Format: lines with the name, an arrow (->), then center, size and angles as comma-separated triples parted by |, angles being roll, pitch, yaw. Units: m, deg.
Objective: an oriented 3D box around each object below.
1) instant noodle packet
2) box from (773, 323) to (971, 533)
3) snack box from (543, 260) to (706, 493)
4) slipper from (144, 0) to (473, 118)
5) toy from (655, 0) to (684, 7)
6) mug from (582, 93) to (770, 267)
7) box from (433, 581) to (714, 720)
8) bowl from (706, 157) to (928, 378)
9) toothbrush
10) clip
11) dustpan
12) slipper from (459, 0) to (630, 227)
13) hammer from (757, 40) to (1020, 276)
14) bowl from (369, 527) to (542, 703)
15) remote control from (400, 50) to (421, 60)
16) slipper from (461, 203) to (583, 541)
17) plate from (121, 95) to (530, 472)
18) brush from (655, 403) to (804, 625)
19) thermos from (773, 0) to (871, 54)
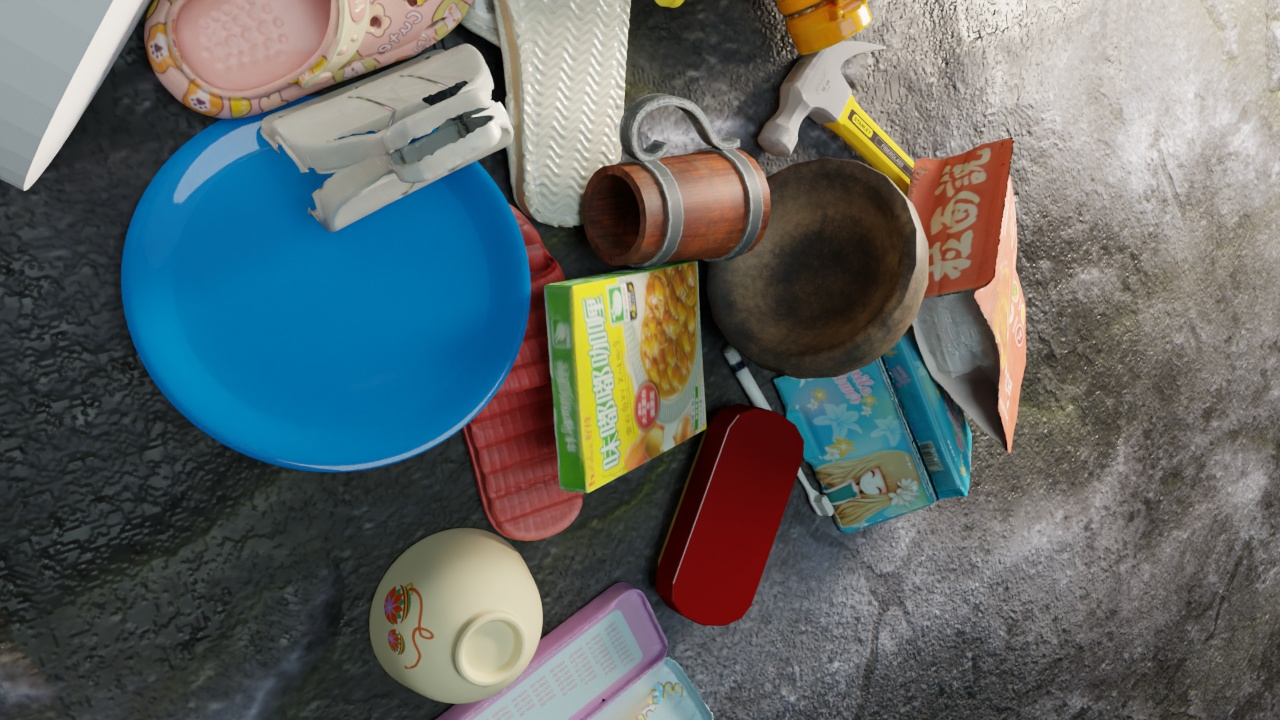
instant noodle packet -> 0.295, -0.047, 0.772 | 0.221, 0.084, 0.164 | 49, 48, -37
box -> 0.209, 0.026, 0.777 | 0.168, 0.087, 0.227 | -37, 114, -21
snack box -> -0.004, 0.004, 0.633 | 0.167, 0.027, 0.132 | -20, 110, -57
slipper -> -0.173, -0.198, 0.503 | 0.197, 0.081, 0.093 | -33, 112, -11
toy -> 0.021, -0.285, 0.541 | 0.193, 0.087, 0.134 | 6, 105, -27
mug -> 0.025, -0.121, 0.627 | 0.110, 0.081, 0.117 | -14, 121, -40
box -> -0.056, 0.281, 0.678 | 0.213, 0.041, 0.151 | -33, 99, -23
bowl -> 0.135, -0.061, 0.679 | 0.070, 0.162, 0.162 | 25, 83, -54
toothbrush -> 0.116, 0.061, 0.761 | 0.012, 0.017, 0.187 | -47, 117, -29
clip -> -0.125, -0.117, 0.509 | 0.126, 0.152, 0.105 | -33, 137, -20
dustpan -> -0.235, -0.198, 0.403 | 0.053, 0.191, 0.258 | 30, 106, -30
slipper -> -0.059, -0.223, 0.596 | 0.114, 0.054, 0.273 | -16, 113, -30
hammer -> 0.237, -0.153, 0.796 | 0.323, 0.029, 0.127 | 32, 80, -31
bowl -> -0.112, 0.179, 0.610 | 0.117, 0.074, 0.118 | -5, 100, -30
remote control -> -0.169, -0.247, 0.549 | 0.043, 0.013, 0.136 | -34, 113, -22
slipper -> -0.080, 0.011, 0.614 | 0.103, 0.059, 0.249 | -20, 108, -27
plate -> -0.178, -0.046, 0.541 | 0.224, 0.024, 0.224 | 3, 79, -17
brush -> 0.067, 0.119, 0.725 | 0.082, 0.042, 0.173 | 22, 86, -31
thermos -> 0.096, -0.336, 0.649 | 0.233, 0.076, 0.091 | 62, 22, -22
